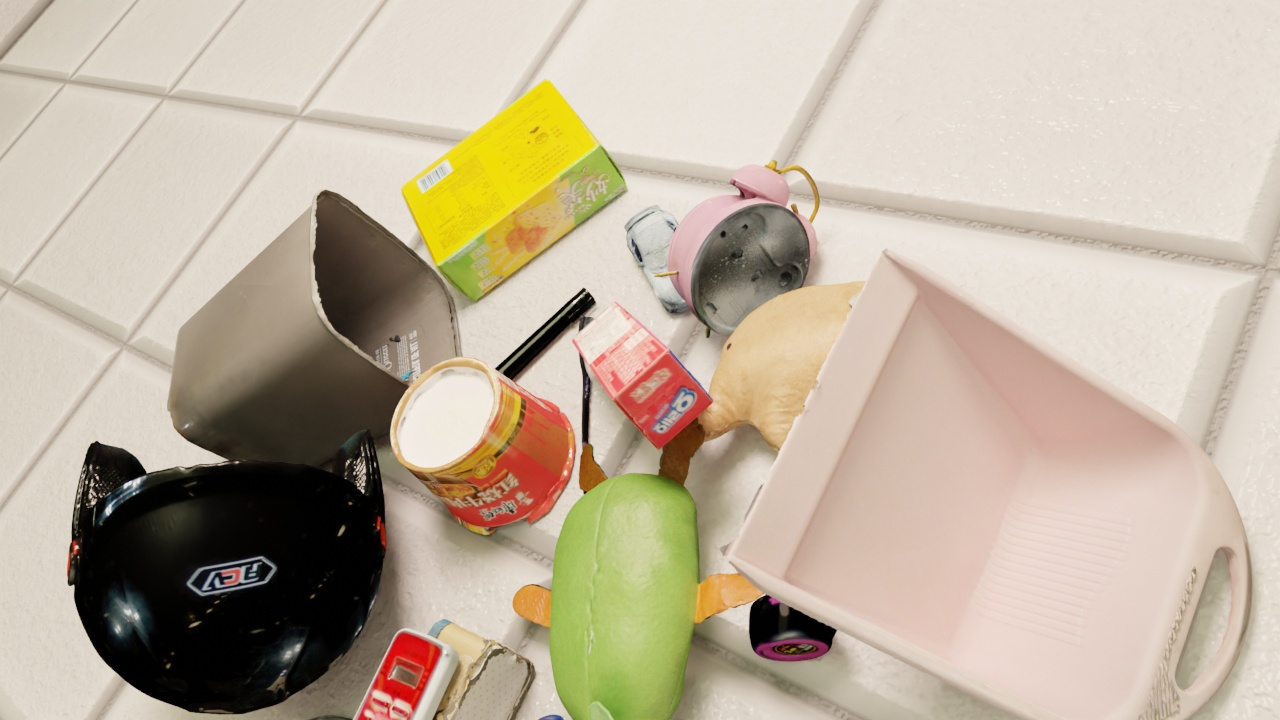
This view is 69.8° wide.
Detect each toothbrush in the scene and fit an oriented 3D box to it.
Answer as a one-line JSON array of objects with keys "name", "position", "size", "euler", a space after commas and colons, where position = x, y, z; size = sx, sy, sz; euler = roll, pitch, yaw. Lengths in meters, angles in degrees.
[{"name": "toothbrush", "position": [-0.048, 0.035, 0.832], "size": [0.017, 0.014, 0.188], "euler": [-9, 56, 9]}]

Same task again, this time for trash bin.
[{"name": "trash bin", "position": [-0.320, -0.008, 0.903], "size": [0.220, 0.198, 0.198], "euler": [-31, 48, 17]}]

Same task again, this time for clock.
[{"name": "clock", "position": [0.093, -0.097, 0.776], "size": [0.158, 0.117, 0.060], "euler": [-44, 39, -1]}]

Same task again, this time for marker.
[{"name": "marker", "position": [-0.096, -0.020, 0.889], "size": [0.132, 0.020, 0.022], "euler": [-43, 50, -3]}]

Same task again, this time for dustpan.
[{"name": "dustpan", "position": [0.222, 0.086, 0.531], "size": [0.139, 0.273, 0.222], "euler": [2, 61, 58]}]

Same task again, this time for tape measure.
[{"name": "tape measure", "position": [0.103, 0.180, 0.627], "size": [0.058, 0.057, 0.039], "euler": [0, 56, 1]}]

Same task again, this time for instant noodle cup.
[{"name": "instant noodle cup", "position": [-0.142, 0.067, 0.799], "size": [0.138, 0.108, 0.137], "euler": [-14, 54, 20]}]

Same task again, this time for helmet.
[{"name": "helmet", "position": [-0.325, 0.166, 0.744], "size": [0.233, 0.275, 0.230], "euler": [-3, 74, -20]}]

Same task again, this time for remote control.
[{"name": "remote control", "position": [-0.177, 0.257, 0.638], "size": [0.056, 0.020, 0.135], "euler": [12, 65, 29]}]

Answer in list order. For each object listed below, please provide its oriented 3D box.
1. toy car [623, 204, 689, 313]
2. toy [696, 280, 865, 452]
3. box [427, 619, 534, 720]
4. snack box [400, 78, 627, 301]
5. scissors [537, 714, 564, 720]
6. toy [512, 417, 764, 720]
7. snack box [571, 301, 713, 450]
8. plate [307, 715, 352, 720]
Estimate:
[{"name": "toy car", "position": [0.024, -0.097, 0.863], "size": [0.054, 0.037, 0.120], "euler": [-32, 53, 6]}, {"name": "toy", "position": [0.120, 0.006, 0.716], "size": [0.226, 0.082, 0.143], "euler": [-16, 44, 22]}, {"name": "box", "position": [-0.153, 0.290, 0.676], "size": [0.059, 0.090, 0.184], "euler": [17, 66, 31]}, {"name": "snack box", "position": [-0.140, -0.185, 0.985], "size": [0.210, 0.070, 0.157], "euler": [-36, 50, 3]}, {"name": "scissors", "position": [-0.052, 0.291, 0.616], "size": [0.175, 0.012, 0.162], "euler": [-12, 17, -17]}, {"name": "toy", "position": [-0.010, 0.164, 0.677], "size": [0.228, 0.090, 0.246], "euler": [-16, 56, 36]}, {"name": "snack box", "position": [-0.004, 0.004, 0.739], "size": [0.058, 0.057, 0.207], "euler": [-42, 19, 0]}, {"name": "plate", "position": [-0.271, 0.374, 0.728], "size": [0.180, 0.024, 0.179], "euler": [-14, 54, 20]}]
